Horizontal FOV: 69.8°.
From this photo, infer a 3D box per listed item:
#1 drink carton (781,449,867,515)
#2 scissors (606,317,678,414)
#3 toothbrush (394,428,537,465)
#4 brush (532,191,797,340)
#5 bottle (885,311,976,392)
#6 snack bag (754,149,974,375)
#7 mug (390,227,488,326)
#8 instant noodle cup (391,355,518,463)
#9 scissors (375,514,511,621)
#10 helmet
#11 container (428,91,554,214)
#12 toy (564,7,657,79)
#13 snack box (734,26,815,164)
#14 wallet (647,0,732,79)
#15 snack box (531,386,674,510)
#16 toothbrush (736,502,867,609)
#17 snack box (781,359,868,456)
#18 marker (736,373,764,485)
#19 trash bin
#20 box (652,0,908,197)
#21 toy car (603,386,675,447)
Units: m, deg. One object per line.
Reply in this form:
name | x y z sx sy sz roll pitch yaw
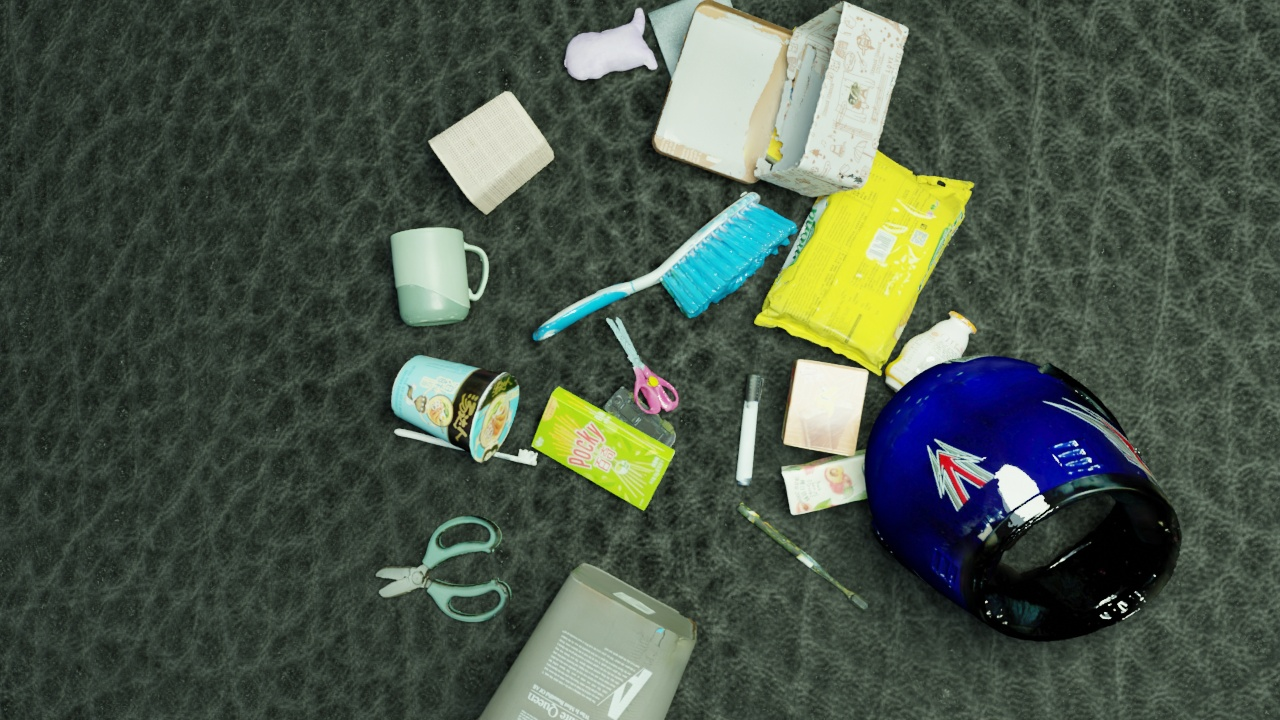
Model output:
drink carton | 0.225 0.135 1.042 0.122 0.045 0.053 -14 93 7
scissors | -0.009 0.005 1.069 0.017 0.071 0.137 -42 79 42
toothbrush | -0.212 0.101 1.111 0.180 0.016 0.016 11 83 6
brush | 0.027 -0.087 1.059 0.314 0.060 0.109 -39 79 1
bottle | 0.325 -0.003 1.022 0.063 0.063 0.108 40 94 6
snack bag | 0.253 -0.117 1.031 0.158 0.068 0.246 27 92 6
mug | -0.234 -0.098 1.090 0.111 0.082 0.106 -6 88 -25
instant noodle cup | -0.221 0.049 1.073 0.120 0.111 0.111 18 91 14
scissors | -0.235 0.272 1.110 0.179 0.019 0.161 -26 87 4
helmet | 0.368 0.126 0.928 0.315 0.240 0.248 28 112 -36
container | -0.170 -0.245 1.074 0.111 0.090 0.090 -36 85 3
toy | -0.039 -0.368 1.084 0.108 0.039 0.083 -13 73 11
snack box | 0.172 -0.302 1.061 0.087 0.033 0.140 37 95 6
wallet | 0.073 -0.371 1.082 0.097 0.019 0.121 -20 88 8
snack box | -0.045 0.102 1.066 0.156 0.026 0.086 29 124 6
toothbrush | 0.187 0.226 1.059 0.186 0.017 0.012 38 89 6
snack box | 0.203 0.051 1.022 0.077 0.092 0.094 9 91 7
marker | 0.128 0.081 1.069 0.022 0.018 0.130 5 90 -2
trash bin | -0.054 0.360 1.007 0.199 0.198 0.219 27 87 7
box | 0.146 -0.285 0.966 0.217 0.158 0.180 18 91 -6
toy car | 0.001 0.071 1.076 0.090 0.035 0.042 41 95 0
